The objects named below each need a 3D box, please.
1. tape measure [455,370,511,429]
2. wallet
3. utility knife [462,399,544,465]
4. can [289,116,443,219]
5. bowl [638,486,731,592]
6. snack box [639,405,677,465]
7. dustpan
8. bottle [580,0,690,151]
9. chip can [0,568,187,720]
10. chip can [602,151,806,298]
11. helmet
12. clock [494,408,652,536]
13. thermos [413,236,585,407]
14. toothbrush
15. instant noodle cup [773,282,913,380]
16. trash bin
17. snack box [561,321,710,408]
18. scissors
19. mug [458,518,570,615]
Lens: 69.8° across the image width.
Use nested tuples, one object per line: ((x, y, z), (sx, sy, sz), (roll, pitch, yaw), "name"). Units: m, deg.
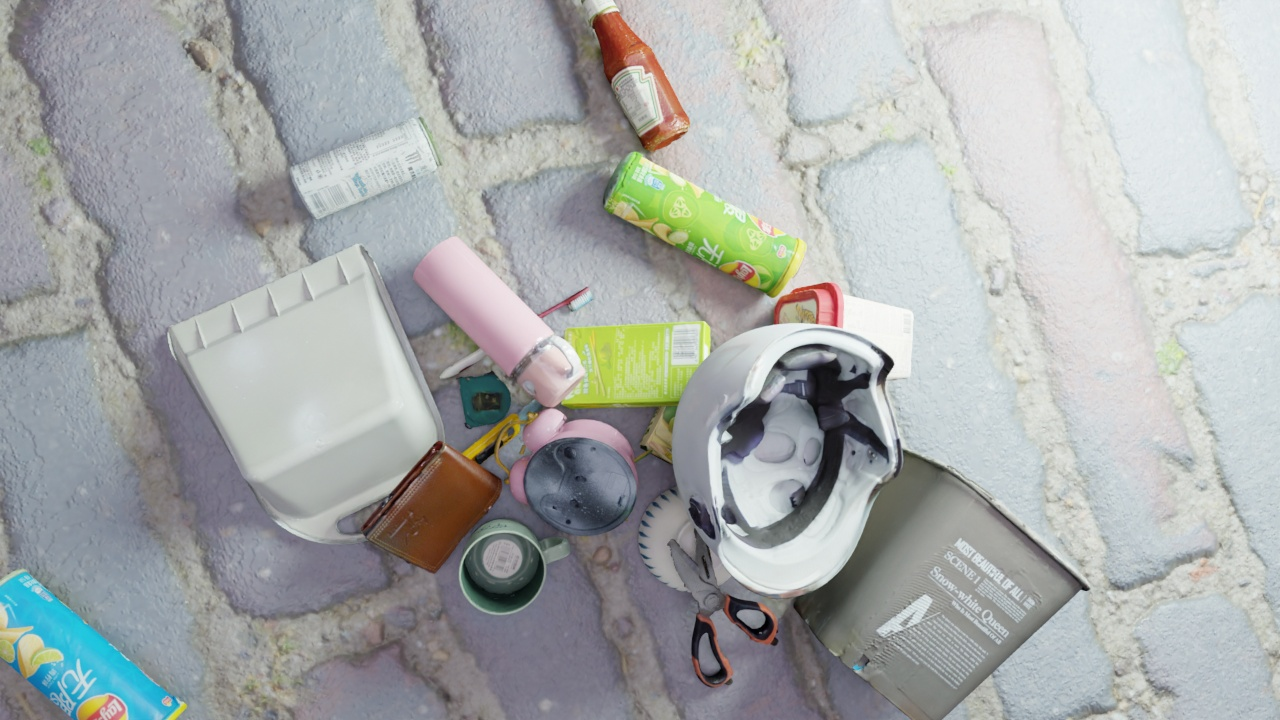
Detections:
((-0.165, 0.041, 0.976), (0.054, 0.025, 0.058), (-9, 90, -7), "tape measure")
((-0.209, 0.149, 0.934), (0.124, 0.032, 0.101), (-50, 135, -2), "wallet")
((-0.161, 0.090, 0.968), (0.218, 0.033, 0.015), (-40, 51, -13), "utility knife")
((-0.282, -0.200, 0.950), (0.146, 0.058, 0.058), (-25, 92, -9), "can")
((0.059, 0.194, 0.983), (0.116, 0.066, 0.116), (0, 88, -9), "bowl")
((0.129, 0.099, 0.998), (0.240, 0.063, 0.114), (27, 84, -6), "snack box")
((-0.329, 0.052, 0.961), (0.222, 0.143, 0.257), (-26, 63, -8), "dustpan")
((-0.016, -0.328, 0.993), (0.059, 0.060, 0.206), (-28, 92, -8), "bottle")
((-0.547, 0.297, 0.890), (0.210, 0.071, 0.071), (44, 83, -5), "chip can")
((0.067, -0.147, 0.992), (0.221, 0.072, 0.072), (26, 85, -6), "chip can")
((0.121, 0.082, 0.882), (0.228, 0.146, 0.259), (-18, 116, -26), "helmet")
((-0.076, 0.112, 0.952), (0.158, 0.059, 0.117), (19, 115, -2), "clock")
((-0.140, -0.042, 0.937), (0.198, 0.087, 0.067), (45, 55, 7), "thermos")
((-0.132, -0.027, 0.989), (0.187, 0.016, 0.017), (-31, 102, -8), "toothbrush")
((0.221, -0.020, 0.996), (0.124, 0.116, 0.116), (4, 87, -19), "instant noodle cup")
((0.297, 0.237, 0.960), (0.199, 0.198, 0.219), (41, 89, -5), "trash bin")
((-0.006, 0.006, 0.962), (0.156, 0.026, 0.085), (-3, 76, 17), "snack box")
((0.085, 0.258, 0.965), (0.213, 0.015, 0.197), (15, 105, -29), "scissors")
((-0.127, 0.202, 0.935), (0.111, 0.106, 0.082), (-16, 90, -8), "mug")
